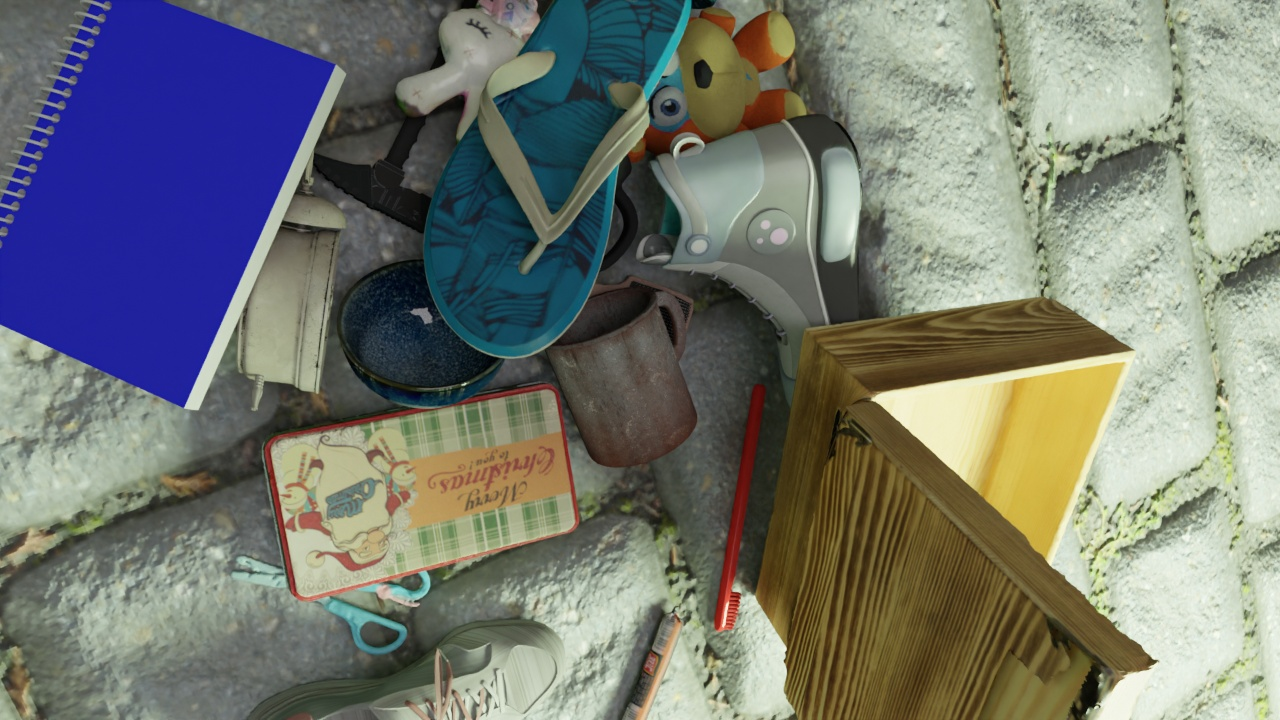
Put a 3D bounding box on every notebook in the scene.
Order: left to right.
[{"bbox_3d":[-0.288,-0.101,0.531,0.172,0.022,0.209,22,87,10],"label":"notebook"}]

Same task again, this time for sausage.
[{"bbox_3d":[0.003,0.276,0.754,0.020,0.020,0.155,24,87,-24],"label":"sausage"}]

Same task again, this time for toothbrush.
[{"bbox_3d":[0.088,0.125,0.776,0.018,0.012,0.212,8,93,-24],"label":"toothbrush"}]

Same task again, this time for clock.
[{"bbox_3d":[-0.219,-0.054,0.569,0.061,0.103,0.157,8,101,-18],"label":"clock"}]

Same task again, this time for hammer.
[{"bbox_3d":[-0.122,-0.254,0.637,0.095,0.015,0.324,27,85,-24],"label":"hammer"}]

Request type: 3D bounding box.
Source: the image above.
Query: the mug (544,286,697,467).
[{"bbox_3d":[-0.004,0.004,0.679,0.122,0.096,0.110,-36,122,-33],"label":"mug"}]

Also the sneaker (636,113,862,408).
[{"bbox_3d":[0.081,-0.053,0.697,0.160,0.093,0.257,-10,124,-7],"label":"sneaker"}]

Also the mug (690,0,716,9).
[{"bbox_3d":[0.040,-0.326,0.668,0.078,0.078,0.121,10,97,-24],"label":"mug"}]

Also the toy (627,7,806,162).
[{"bbox_3d":[0.037,-0.200,0.676,0.176,0.096,0.112,-12,96,-11],"label":"toy"}]

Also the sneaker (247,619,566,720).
[{"bbox_3d":[-0.153,0.254,0.643,0.235,0.089,0.099,-14,102,-22],"label":"sneaker"}]

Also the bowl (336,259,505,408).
[{"bbox_3d":[-0.144,-0.008,0.621,0.114,0.114,0.061,-12,144,-22],"label":"bowl"}]

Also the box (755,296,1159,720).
[{"bbox_3d":[0.238,0.161,0.628,0.285,0.336,0.280,-7,124,-18],"label":"box"}]

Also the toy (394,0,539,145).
[{"bbox_3d":[-0.107,-0.200,0.620,0.079,0.038,0.122,32,79,-17],"label":"toy"}]

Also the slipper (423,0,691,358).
[{"bbox_3d":[-0.053,-0.146,0.576,0.118,0.060,0.294,22,78,5],"label":"slipper"}]

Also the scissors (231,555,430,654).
[{"bbox_3d":[-0.223,0.170,0.648,0.141,0.015,0.076,13,87,-19],"label":"scissors"}]

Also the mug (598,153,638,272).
[{"bbox_3d":[-0.052,-0.114,0.648,0.113,0.078,0.088,44,79,-21],"label":"mug"}]

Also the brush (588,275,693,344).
[{"bbox_3d":[-0.020,-0.045,0.706,0.135,0.015,0.050,19,90,-24],"label":"brush"}]

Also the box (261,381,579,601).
[{"bbox_3d":[-0.150,0.086,0.643,0.205,0.051,0.117,-9,96,-23],"label":"box"}]
